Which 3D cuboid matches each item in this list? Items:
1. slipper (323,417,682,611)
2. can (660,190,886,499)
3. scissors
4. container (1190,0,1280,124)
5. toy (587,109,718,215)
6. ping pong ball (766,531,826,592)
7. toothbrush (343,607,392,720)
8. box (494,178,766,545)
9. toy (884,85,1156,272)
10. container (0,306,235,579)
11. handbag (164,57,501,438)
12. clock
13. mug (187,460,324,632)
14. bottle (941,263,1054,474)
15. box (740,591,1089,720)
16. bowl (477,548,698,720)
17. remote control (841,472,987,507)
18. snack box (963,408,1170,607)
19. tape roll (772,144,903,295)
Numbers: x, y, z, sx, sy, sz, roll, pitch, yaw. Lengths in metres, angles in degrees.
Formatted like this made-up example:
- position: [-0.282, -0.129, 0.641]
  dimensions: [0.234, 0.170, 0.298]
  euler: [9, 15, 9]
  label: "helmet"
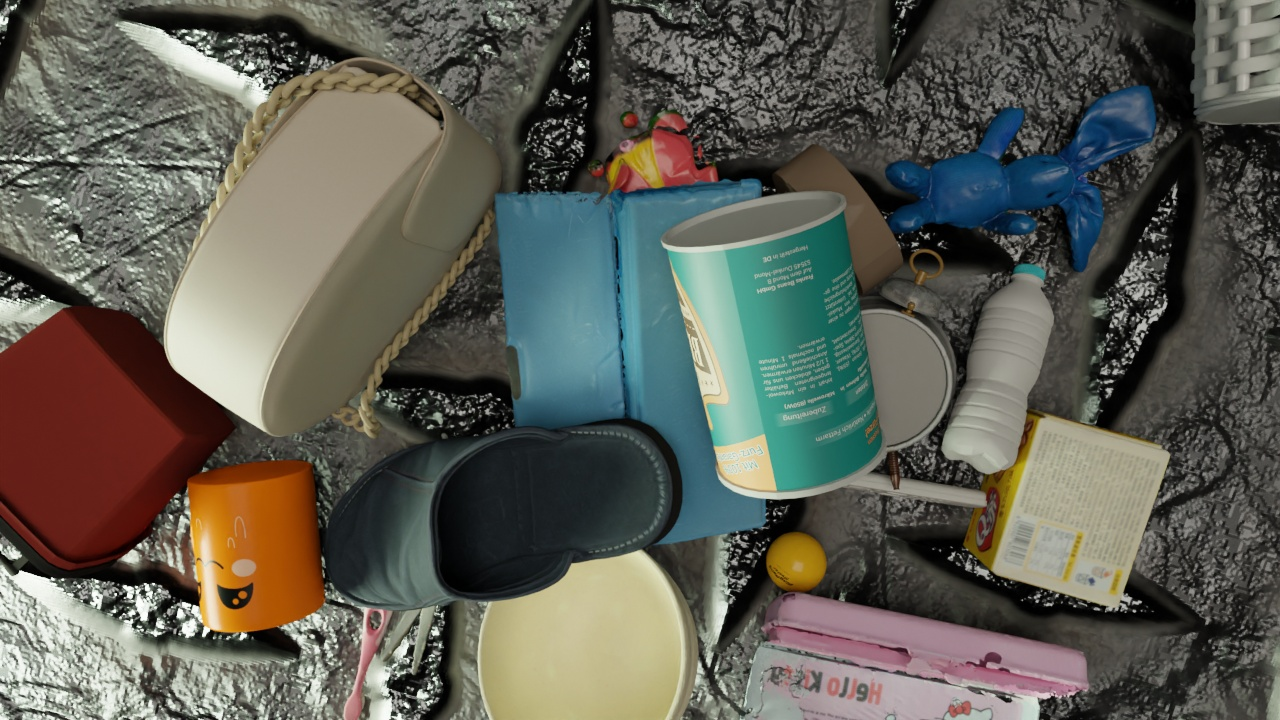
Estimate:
- position: [-0.109, 0.098, 0.571]
  dimensions: [0.266, 0.083, 0.109]
  euler: [-15, 84, 23]
  label: "slipper"
- position: [0.076, -0.011, 0.513]
  dimensions: [0.099, 0.099, 0.144]
  euler: [-13, 109, 4]
  label: "can"
- position: [-0.148, 0.136, 0.643]
  dimensions: [0.153, 0.014, 0.131]
  euler: [-36, 93, 2]
  label: "scissors"
- position: [0.404, -0.235, 0.491]
  dimensions: [0.189, 0.189, 0.187]
  euler: [-3, 96, 3]
  label: "container"
- position: [0.017, -0.112, 0.597]
  dimensions: [0.103, 0.046, 0.084]
  euler: [35, 83, -5]
  label: "toy"
- position: [0.105, 0.135, 0.616]
  dimensions: [0.040, 0.040, 0.040]
  euler: [0, 95, 3]
  label: "ping pong ball"
- position: [-0.190, 0.192, 0.650]
  dimensions: [0.021, 0.016, 0.135]
  euler: [14, 93, 1]
  label: "toothbrush"
- position: [-0.005, 0.007, 0.582]
  dimensions: [0.175, 0.060, 0.232]
  euler: [-3, 108, 4]
  label: "box"
- position: [0.231, -0.104, 0.574]
  dimensions: [0.176, 0.071, 0.113]
  euler: [-9, 97, -6]
  label: "toy"
- position: [-0.390, 0.074, 0.600]
  dimensions: [0.201, 0.127, 0.148]
  euler: [-42, 92, -1]
  label: "container"
- position: [-0.162, -0.055, 0.526]
  dimensions: [0.103, 0.210, 0.208]
  euler: [34, 94, 0]
  label: "handbag"
- position: [0.157, -0.002, 0.592]
  dimensions: [0.104, 0.056, 0.148]
  euler: [23, 101, 9]
  label: "clock"
- position: [-0.271, 0.121, 0.624]
  dimensions: [0.113, 0.077, 0.096]
  euler: [0, 96, 34]
  label: "mug"
- position: [0.231, 0.002, 0.583]
  dimensions: [0.044, 0.044, 0.136]
  euler: [21, 76, 1]
  label: "bottle"
- position: [0.174, 0.225, 0.604]
  dimensions: [0.201, 0.111, 0.101]
  euler: [11, 70, 1]
  label: "box"
- position: [-0.024, 0.190, 0.599]
  dimensions: [0.151, 0.075, 0.150]
  euler: [-9, 70, 25]
  label: "bowl"
- position: [0.161, 0.082, 0.612]
  dimensions: [0.131, 0.033, 0.012]
  euler: [9, 80, 2]
  label: "remote control"
- position: [0.271, 0.091, 0.592]
  dimensions: [0.083, 0.061, 0.106]
  euler: [16, 96, 2]
  label: "snack box"
- position: [0.121, -0.086, 0.567]
  dimensions: [0.030, 0.093, 0.093]
  euler: [-36, 93, 5]
  label: "tape roll"
